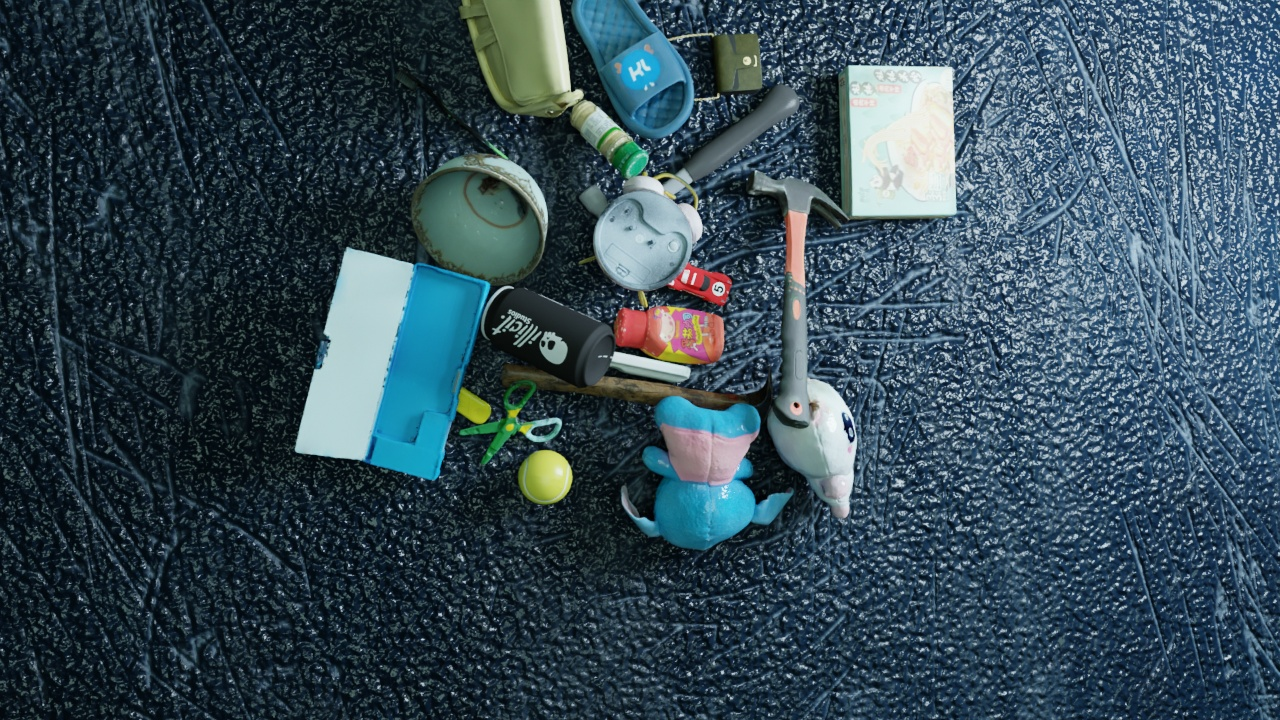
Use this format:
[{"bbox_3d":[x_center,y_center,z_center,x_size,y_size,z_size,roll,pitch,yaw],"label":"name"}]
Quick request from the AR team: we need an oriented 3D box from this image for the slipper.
[{"bbox_3d":[-0.008,-0.375,1.124,0.104,0.059,0.213,-30,88,-3],"label":"slipper"}]

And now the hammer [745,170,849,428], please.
[{"bbox_3d":[0.188,-0.077,1.120,0.133,0.033,0.332,12,66,-14],"label":"hammer"}]

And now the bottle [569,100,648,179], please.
[{"bbox_3d":[-0.040,-0.270,1.120,0.042,0.043,0.110,-42,76,-7],"label":"bottle"}]

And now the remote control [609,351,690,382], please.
[{"bbox_3d":[-0.007,0.007,1.136,0.133,0.050,0.022,12,87,-9],"label":"remote control"}]

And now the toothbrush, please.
[{"bbox_3d":[-0.222,-0.291,1.117,0.188,0.014,0.017,39,97,-8],"label":"toothbrush"}]

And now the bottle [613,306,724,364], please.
[{"bbox_3d":[0.034,-0.034,1.139,0.134,0.049,0.071,7,55,-9],"label":"bottle"}]

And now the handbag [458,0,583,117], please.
[{"bbox_3d":[-0.138,-0.395,1.055,0.088,0.191,0.233,-15,106,-26],"label":"handbag"}]

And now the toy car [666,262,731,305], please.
[{"bbox_3d":[0.071,-0.100,1.161,0.089,0.025,0.038,19,87,-9],"label":"toy car"}]

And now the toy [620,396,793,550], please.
[{"bbox_3d":[0.089,0.139,1.118,0.224,0.099,0.192,1,109,-9],"label":"toy"}]

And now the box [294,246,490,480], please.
[{"bbox_3d":[-0.288,0.004,1.067,0.175,0.060,0.243,14,94,-23],"label":"box"}]

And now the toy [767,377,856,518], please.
[{"bbox_3d":[0.224,0.112,1.142,0.101,0.138,0.179,-22,105,11],"label":"toy"}]

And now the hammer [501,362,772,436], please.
[{"bbox_3d":[-0.004,0.032,1.122,0.330,0.120,0.033,8,49,-4],"label":"hammer"}]

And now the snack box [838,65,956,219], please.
[{"bbox_3d":[0.333,-0.282,1.195,0.141,0.044,0.193,-2,91,-8],"label":"snack box"}]

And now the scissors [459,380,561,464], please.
[{"bbox_3d":[-0.153,0.082,1.120,0.123,0.011,0.127,28,105,-27],"label":"scissors"}]

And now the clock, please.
[{"bbox_3d":[0.009,-0.155,1.102,0.117,0.059,0.158,34,83,-8],"label":"clock"}]

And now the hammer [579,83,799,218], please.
[{"bbox_3d":[0.079,-0.245,1.161,0.310,0.029,0.125,-38,96,-8],"label":"hammer"}]

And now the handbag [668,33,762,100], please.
[{"bbox_3d":[0.063,-0.371,1.161,0.178,0.027,0.084,-5,91,-6],"label":"handbag"}]

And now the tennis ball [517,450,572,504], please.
[{"bbox_3d":[-0.115,0.141,1.111,0.065,0.065,0.065,0,90,-10],"label":"tennis ball"}]

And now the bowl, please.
[{"bbox_3d":[-0.176,-0.179,1.074,0.160,0.160,0.093,28,42,-9],"label":"bowl"}]

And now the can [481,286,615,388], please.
[{"bbox_3d":[-0.108,-0.029,1.077,0.146,0.080,0.080,25,86,20],"label":"can"}]

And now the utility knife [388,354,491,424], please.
[{"bbox_3d":[-0.257,0.020,1.110,0.174,0.020,0.029,36,87,-9],"label":"utility knife"}]
